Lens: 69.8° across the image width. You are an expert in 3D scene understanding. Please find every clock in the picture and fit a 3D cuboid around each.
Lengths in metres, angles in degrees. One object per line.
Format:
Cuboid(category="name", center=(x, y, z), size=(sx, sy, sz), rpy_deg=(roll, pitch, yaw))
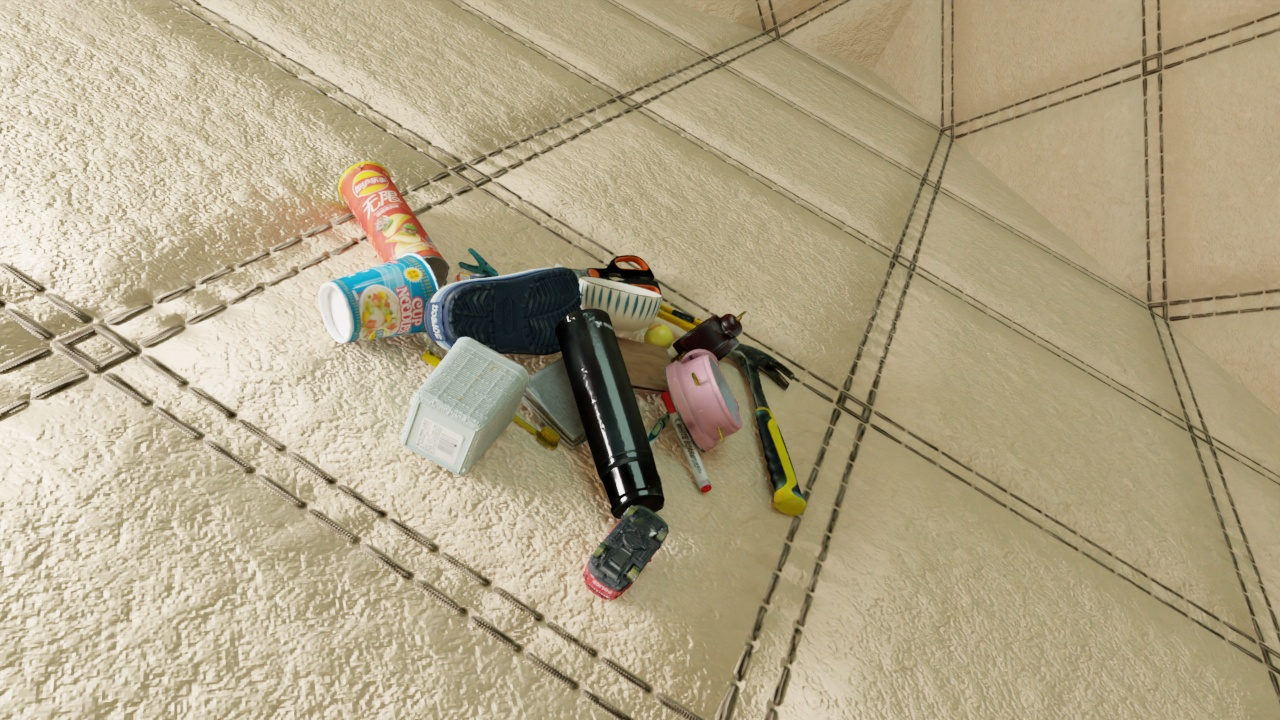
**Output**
Cuboid(category="clock", center=(0.099, -0.029, 1.263), size=(0.055, 0.122, 0.082), rpy_deg=(54, -7, -1))
Cuboid(category="clock", center=(0.082, 0.045, 1.151), size=(0.117, 0.060, 0.158), rpy_deg=(63, 10, -7))

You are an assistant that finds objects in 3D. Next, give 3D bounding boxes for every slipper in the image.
Cuboid(category="slipper", center=(-0.167, -0.054, 1.100), size=(0.095, 0.105, 0.252), rpy_deg=(3, 11, 33))

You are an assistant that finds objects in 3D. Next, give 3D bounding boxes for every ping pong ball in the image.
Cuboid(category="ping pong ball", center=(0.025, -0.031, 1.278), size=(0.040, 0.040, 0.040), rpy_deg=(20, 33, -13))

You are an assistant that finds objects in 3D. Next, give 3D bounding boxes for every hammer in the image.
Cuboid(category="hammer", center=(0.173, 0.082, 1.237), size=(0.126, 0.032, 0.322), rpy_deg=(16, 34, -18))

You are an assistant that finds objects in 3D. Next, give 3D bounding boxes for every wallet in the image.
Cuboid(category="wallet", center=(-0.073, 0.044, 1.096), size=(0.106, 0.037, 0.129), rpy_deg=(48, 43, 8))
Cuboid(category="wallet", center=(-0.007, 0.007, 1.208), size=(0.115, 0.020, 0.101), rpy_deg=(8, 35, -21))

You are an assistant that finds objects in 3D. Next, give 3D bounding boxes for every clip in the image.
Cuboid(category="clip", center=(-0.219, -0.128, 1.251), size=(0.055, 0.034, 0.013), rpy_deg=(29, 33, -17))

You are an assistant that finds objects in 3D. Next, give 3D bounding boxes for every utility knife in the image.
Cuboid(category="utility knife", center=(0.038, -0.068, 1.323), size=(0.176, 0.015, 0.033), rpy_deg=(24, 36, 4))

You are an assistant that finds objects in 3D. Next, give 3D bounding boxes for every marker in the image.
Cuboid(category="marker", center=(0.056, 0.098, 1.122), size=(0.017, 0.017, 0.145), rpy_deg=(5, 47, -33))

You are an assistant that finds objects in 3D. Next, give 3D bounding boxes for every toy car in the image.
Cuboid(category="toy car", center=(-0.015, 0.193, 0.923), size=(0.053, 0.045, 0.120), rpy_deg=(37, 38, 9))

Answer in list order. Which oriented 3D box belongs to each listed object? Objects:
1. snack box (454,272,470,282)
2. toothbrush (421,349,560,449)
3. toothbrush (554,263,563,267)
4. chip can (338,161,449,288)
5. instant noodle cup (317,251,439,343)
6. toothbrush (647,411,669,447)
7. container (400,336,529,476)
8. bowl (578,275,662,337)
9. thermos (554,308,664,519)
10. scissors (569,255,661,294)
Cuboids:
Cuboid(category="snack box", center=(-0.168, -0.069, 1.200), size=(0.152, 0.026, 0.075), rpy_deg=(13, 36, -22))
Cuboid(category="toothbrush", center=(-0.170, 0.042, 1.048), size=(0.190, 0.017, 0.015), rpy_deg=(34, 32, 9))
Cuboid(category="toothbrush", center=(-0.098, -0.087, 1.287), size=(0.016, 0.016, 0.180), rpy_deg=(16, 33, -30))
Cuboid(category="chip can", center=(-0.321, -0.171, 1.187), size=(0.073, 0.073, 0.216), rpy_deg=(-3, 44, -40))
Cuboid(category="instant noodle cup", center=(-0.299, -0.065, 1.041), size=(0.109, 0.099, 0.099), rpy_deg=(-21, 56, -41))
Cuboid(category="toothbrush", center=(0.025, 0.079, 1.143), size=(0.016, 0.018, 0.191), rpy_deg=(31, 30, 6))
Cuboid(category="container", center=(-0.186, 0.050, 0.960), size=(0.090, 0.090, 0.111), rpy_deg=(29, 35, 2))
Cuboid(category="bowl", center=(-0.033, -0.070, 1.249), size=(0.116, 0.066, 0.116), rpy_deg=(13, 9, -2))
Cuboid(category="thermos", center=(-0.031, 0.061, 1.043), size=(0.090, 0.068, 0.242), rpy_deg=(33, 34, -56))
Cuboid(category="scissors", center=(-0.068, -0.132, 1.351), size=(0.234, 0.022, 0.139), rpy_deg=(19, 45, -28))
